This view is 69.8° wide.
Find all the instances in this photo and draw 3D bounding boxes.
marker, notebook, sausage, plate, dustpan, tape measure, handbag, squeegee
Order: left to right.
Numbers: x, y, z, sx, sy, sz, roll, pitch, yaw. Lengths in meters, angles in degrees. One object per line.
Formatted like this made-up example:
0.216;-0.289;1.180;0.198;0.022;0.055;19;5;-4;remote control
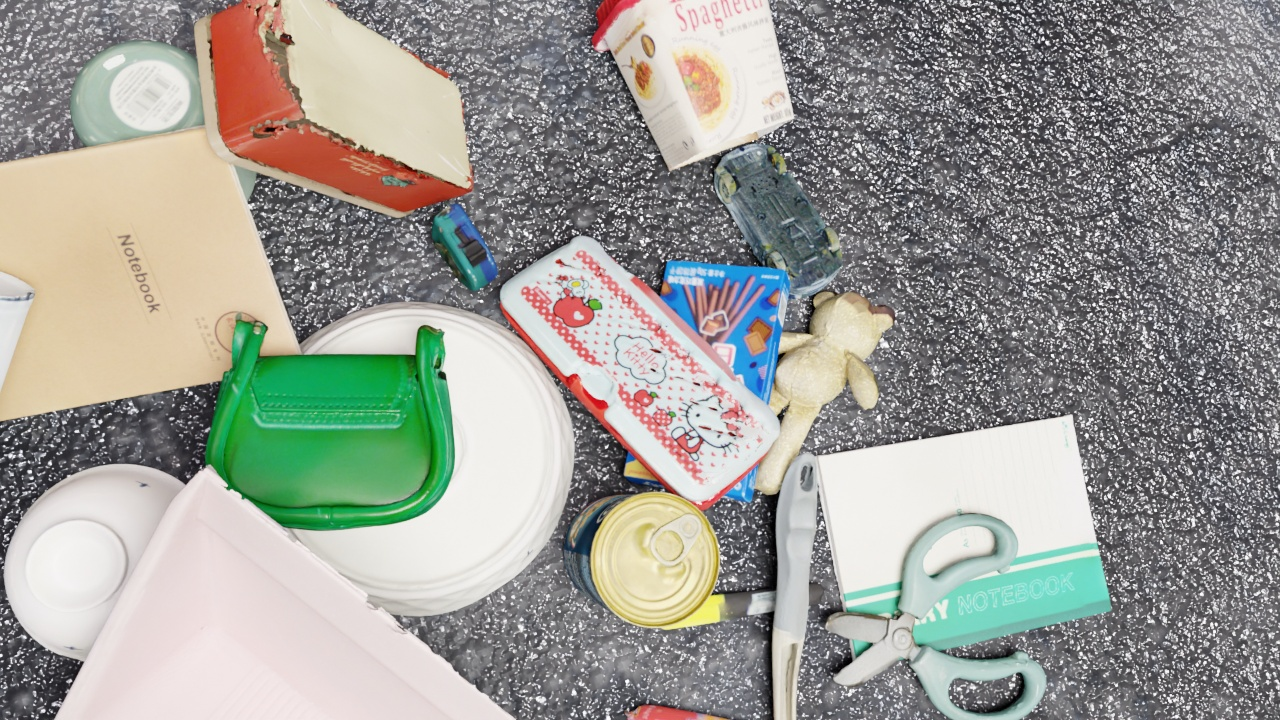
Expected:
-0.318;-0.044;0.524;0.207;0.008;0.148;-10;116;-1;notebook
-0.195;0.218;0.465;0.222;0.274;0.138;38;50;0;dustpan
-0.172;0.036;0.522;0.131;0.068;0.120;-1;79;-12;handbag
-0.143;0.058;0.584;0.204;0.046;0.204;2;80;-10;plate
-0.118;-0.072;0.606;0.025;0.058;0.054;-34;92;-16;tape measure
0.064;0.249;0.605;0.156;0.020;0.020;15;77;-9;sausage
0.068;0.166;0.624;0.124;0.015;0.018;-4;82;-15;marker
0.098;0.184;0.595;0.246;0.039;0.246;4;83;-14;squeegee
0.236;0.127;0.666;0.209;0.012;0.150;-8;83;-13;notebook

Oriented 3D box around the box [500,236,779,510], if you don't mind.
-0.003;0.001;0.588;0.087;0.048;0.201;-39;68;-14;box

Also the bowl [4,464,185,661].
-0.313;0.116;0.528;0.118;0.065;0.118;2;79;-11;bowl

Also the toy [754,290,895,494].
0.115;0.020;0.640;0.105;0.066;0.157;26;76;37;toy

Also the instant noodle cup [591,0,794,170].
0.042;-0.208;0.639;0.116;0.117;0.124;-23;97;-15;instant noodle cup

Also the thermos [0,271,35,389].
-0.393;0.054;0.490;0.070;0.070;0.220;22;95;-7;thermos

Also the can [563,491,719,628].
-0.004;0.120;0.567;0.075;0.111;0.075;2;81;-13;can

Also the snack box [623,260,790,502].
0.046;0.011;0.621;0.085;0.026;0.157;7;77;21;snack box

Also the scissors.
0.211;0.171;0.639;0.174;0.019;0.177;16;80;-9;scissors

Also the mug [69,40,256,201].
-0.281;-0.123;0.555;0.082;0.106;0.111;-20;85;-15;mug

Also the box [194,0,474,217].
-0.166;-0.151;0.545;0.079;0.168;0.091;-13;82;21;box

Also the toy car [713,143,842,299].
0.098;-0.102;0.666;0.054;0.037;0.120;-26;76;-14;toy car
